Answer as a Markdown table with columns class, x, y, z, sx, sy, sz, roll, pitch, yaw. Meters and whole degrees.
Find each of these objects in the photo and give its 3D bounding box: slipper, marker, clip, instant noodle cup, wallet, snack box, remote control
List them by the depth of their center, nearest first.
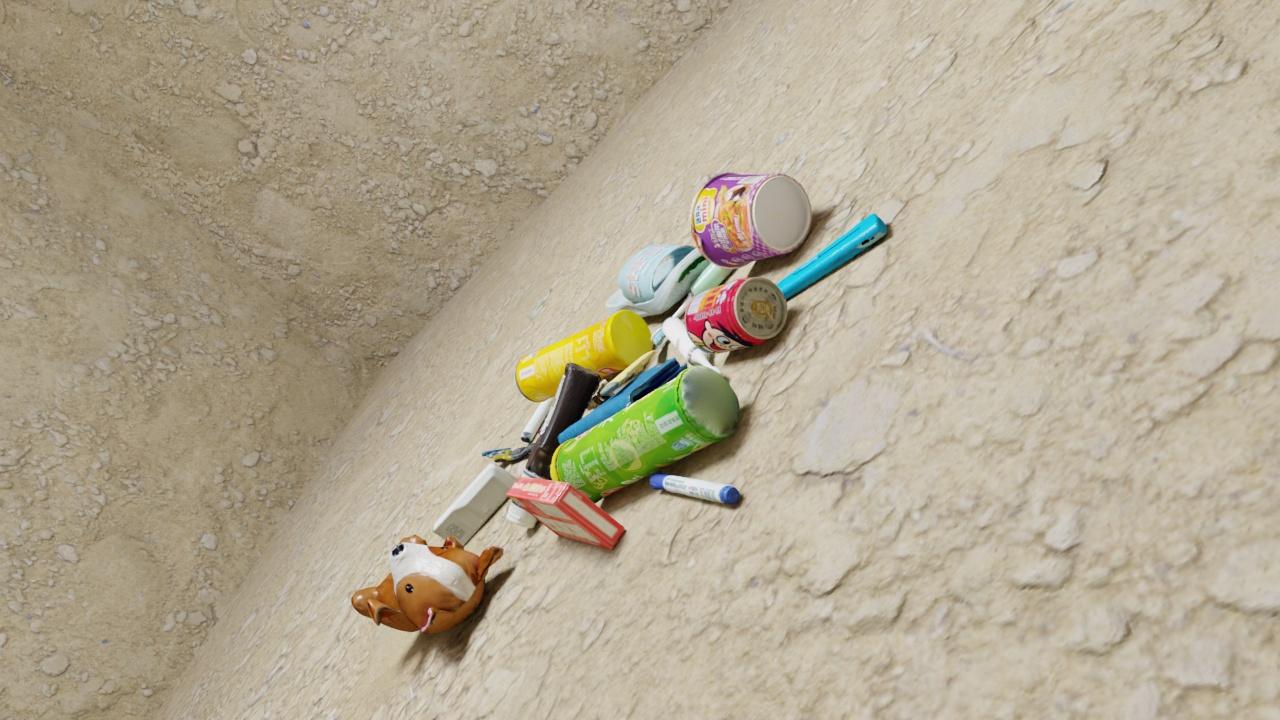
| class | x | y | z | sx | sy | sz | roll | pitch | yaw |
| --- | --- | --- | --- | --- | --- | --- | --- | --- | --- |
| marker | 0.045 | 0.110 | 0.792 | 0.016 | 0.017 | 0.146 | -55 | 17 | -16 |
| snack box | -0.078 | 0.150 | 0.915 | 0.025 | 0.075 | 0.153 | -55 | 17 | -19 |
| wallet | -0.017 | 0.049 | 0.987 | 0.133 | 0.040 | 0.106 | -31 | 1 | 44 |
| instant noodle cup | 0.127 | -0.157 | 1.011 | 0.111 | 0.111 | 0.099 | -55 | 27 | -16 |
| clip | -0.056 | 0.057 | 1.130 | 0.080 | 0.034 | 0.105 | -55 | 13 | -17 |
| slipper | 0.013 | -0.111 | 1.221 | 0.103 | 0.074 | 0.246 | -44 | 12 | -22 |
| remote control | -0.220 | 0.195 | 1.224 | 0.125 | 0.049 | 0.024 | -47 | 20 | 10 |
| marker | -0.138 | 0.066 | 1.343 | 0.023 | 0.018 | 0.130 | -16 | 36 | 46 |

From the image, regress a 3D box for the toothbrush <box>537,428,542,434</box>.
| class | x | y | z | sx | sy | sz | roll | pitch | yaw |
| --- | --- | --- | --- | --- | --- | --- | --- | --- | --- |
| toothbrush | -0.111 | 0.110 | 1.190 | 0.017 | 0.016 | 0.187 | -42 | 16 | -7 |

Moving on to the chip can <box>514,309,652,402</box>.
| class | x | y | z | sx | sy | sz | roll | pitch | yaw |
| --- | --- | --- | --- | --- | --- | --- | --- | --- | --- |
| chip can | -0.079 | -0.001 | 1.204 | 0.214 | 0.072 | 0.071 | -22 | 32 | 45 |

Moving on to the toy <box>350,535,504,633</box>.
| class | x | y | z | sx | sy | sz | roll | pitch | yaw |
| --- | --- | --- | --- | --- | --- | --- | --- | --- | --- |
| toy | -0.249 | 0.257 | 1.064 | 0.200 | 0.130 | 0.139 | -9 | 37 | 51 |

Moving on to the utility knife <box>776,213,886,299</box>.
| class | x | y | z | sx | sy | sz | roll | pitch | yaw |
| --- | --- | --- | --- | --- | --- | --- | --- | --- | --- |
| utility knife | 0.160 | -0.083 | 0.908 | 0.207 | 0.018 | 0.034 | -36 | 22 | 42 |

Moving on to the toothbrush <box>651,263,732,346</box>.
| class | x | y | z | sx | sy | sz | roll | pitch | yaw |
| --- | --- | --- | --- | --- | --- | --- | --- | --- | --- |
| toothbrush | 0.090 | -0.104 | 1.112 | 0.225 | 0.026 | 0.027 | -47 | 36 | 9 |

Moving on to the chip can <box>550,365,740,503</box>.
| class | x | y | z | sx | sy | sz | roll | pitch | yaw |
| --- | --- | --- | --- | --- | --- | --- | --- | --- | --- |
| chip can | 0.001 | 0.075 | 0.879 | 0.222 | 0.072 | 0.072 | -33 | 24 | 45 |

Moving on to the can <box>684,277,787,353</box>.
| class | x | y | z | sx | sy | sz | roll | pitch | yaw |
| --- | --- | --- | --- | --- | --- | --- | --- | --- | --- |
| can | 0.094 | -0.044 | 0.906 | 0.066 | 0.066 | 0.094 | -57 | 18 | -22 |

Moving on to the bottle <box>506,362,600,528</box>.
| class | x | y | z | sx | sy | sz | roll | pitch | yaw |
| --- | --- | --- | --- | --- | --- | --- | --- | --- | --- |
| bottle | -0.102 | 0.099 | 1.062 | 0.080 | 0.044 | 0.195 | -152 | 85 | -84 |

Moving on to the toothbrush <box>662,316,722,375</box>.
| class | x | y | z | sx | sy | sz | roll | pitch | yaw |
| --- | --- | --- | --- | --- | --- | --- | --- | --- | --- |
| toothbrush | 0.057 | -0.012 | 1.002 | 0.026 | 0.027 | 0.221 | -12 | 17 | -7 |

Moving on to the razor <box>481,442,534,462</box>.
| class | x | y | z | sx | sy | sz | roll | pitch | yaw |
| --- | --- | --- | --- | --- | --- | --- | --- | --- | --- |
| razor | -0.177 | 0.132 | 1.300 | 0.042 | 0.022 | 0.143 | -8 | -5 | -34 |

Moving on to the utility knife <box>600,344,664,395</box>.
| class | x | y | z | sx | sy | sz | roll | pitch | yaw |
| --- | --- | --- | --- | --- | --- | --- | --- | --- | --- |
| utility knife | -0.006 | 0.006 | 1.042 | 0.031 | 0.020 | 0.194 | -32 | 8 | 25 |
